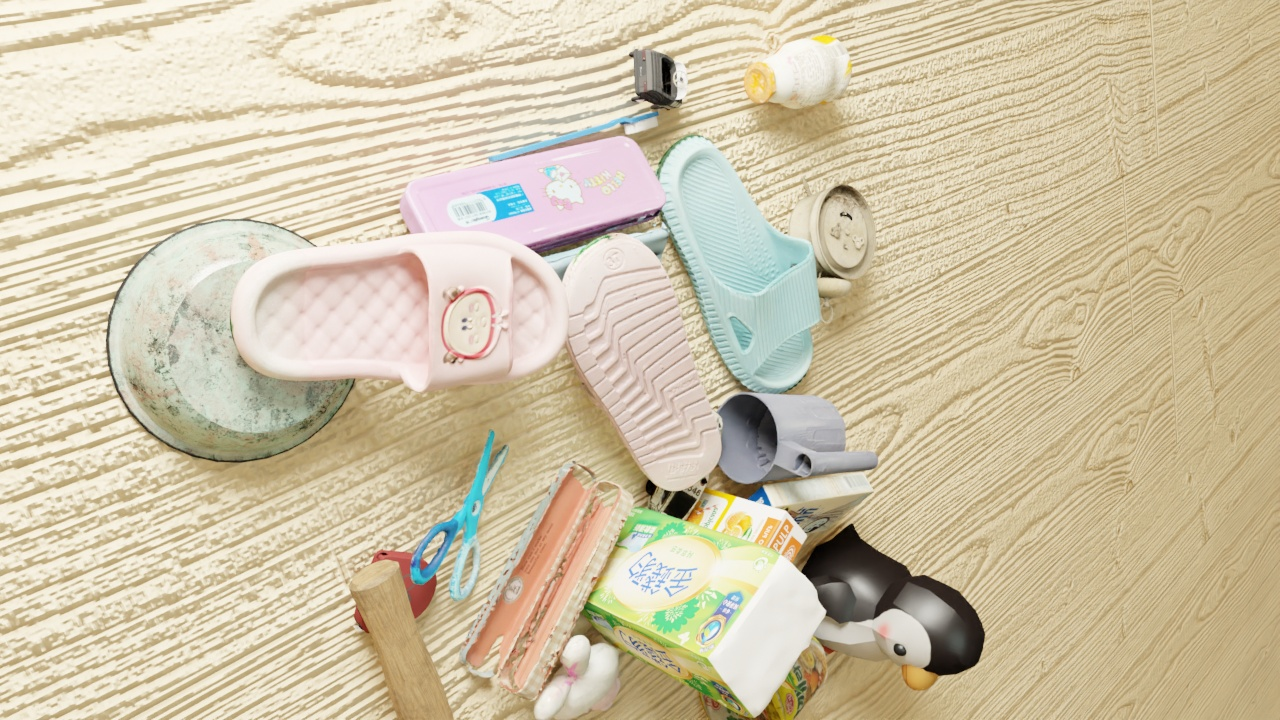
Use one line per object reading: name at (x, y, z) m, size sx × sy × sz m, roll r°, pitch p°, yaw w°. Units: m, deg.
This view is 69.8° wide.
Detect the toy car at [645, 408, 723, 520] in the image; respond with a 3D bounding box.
toy car at (0.045, 0.093, 0.829) m, size 0.048 × 0.041 × 0.112 m, roll 34°, pitch 74°, yaw -38°

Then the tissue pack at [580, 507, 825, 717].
tissue pack at (0.055, 0.218, 0.753) m, size 0.120 × 0.198 × 0.141 m, roll -44°, pitch 118°, yaw -19°

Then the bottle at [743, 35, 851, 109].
bottle at (0.145, -0.264, 0.850) m, size 0.108 × 0.063 × 0.063 m, roll -22°, pitch 109°, yaw -35°

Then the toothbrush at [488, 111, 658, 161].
toothbrush at (-0.049, -0.177, 0.734) m, size 0.166 × 0.016 × 0.014 m, roll -26°, pitch 111°, yaw -34°

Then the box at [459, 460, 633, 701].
box at (-0.071, 0.174, 0.736) m, size 0.076 × 0.055 × 0.186 m, roll 28°, pitch 74°, yaw -5°

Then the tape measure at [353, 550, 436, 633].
tape measure at (-0.178, 0.170, 0.671) m, size 0.051 × 0.019 × 0.059 m, roll 19°, pitch 91°, yaw -41°

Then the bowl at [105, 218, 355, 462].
bowl at (-0.245, -0.010, 0.580) m, size 0.157 × 0.039 × 0.157 m, roll -6°, pitch 99°, yaw -39°

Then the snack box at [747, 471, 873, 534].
snack box at (0.154, 0.147, 0.903) m, size 0.149 × 0.082 × 0.026 m, roll 0°, pitch 53°, yaw -39°

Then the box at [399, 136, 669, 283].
box at (-0.069, -0.089, 0.704) m, size 0.213 × 0.062 × 0.140 m, roll -22°, pitch 113°, yaw -35°

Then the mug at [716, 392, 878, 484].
mug at (0.146, 0.077, 0.857) m, size 0.103 × 0.124 × 0.084 m, roll 3°, pitch 102°, yaw -41°

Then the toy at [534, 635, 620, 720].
toy at (-0.049, 0.270, 0.771) m, size 0.076 × 0.037 × 0.125 m, roll -55°, pitch 150°, yaw -8°

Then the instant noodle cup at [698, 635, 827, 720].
instant noodle cup at (0.126, 0.312, 0.895) m, size 0.108 × 0.102 × 0.102 m, roll -15°, pitch 105°, yaw -46°

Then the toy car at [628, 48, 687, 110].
toy car at (0.017, -0.230, 0.749) m, size 0.092 × 0.037 × 0.040 m, roll -24°, pitch 113°, yaw -70°

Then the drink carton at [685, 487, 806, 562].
drink carton at (0.084, 0.156, 0.815) m, size 0.040 × 0.123 × 0.058 m, roll 49°, pitch 66°, yaw -32°

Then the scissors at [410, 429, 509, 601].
scissors at (-0.132, 0.112, 0.680) m, size 0.113 × 0.013 × 0.140 m, roll 21°, pitch 85°, yaw -68°

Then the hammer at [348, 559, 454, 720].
hammer at (-0.157, 0.286, 0.681) m, size 0.132 × 0.040 × 0.306 m, roll -28°, pitch 116°, yaw -35°

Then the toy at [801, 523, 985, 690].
toy at (0.259, 0.250, 0.931) m, size 0.159 × 0.184 × 0.140 m, roll 30°, pitch 76°, yaw -38°

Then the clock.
clock at (0.184, -0.106, 0.909) m, size 0.092 × 0.055 × 0.140 m, roll 10°, pitch 82°, yaw -40°

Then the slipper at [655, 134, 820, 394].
slipper at (0.100, -0.079, 0.837) m, size 0.115 × 0.070 × 0.276 m, roll -43°, pitch 119°, yaw -24°

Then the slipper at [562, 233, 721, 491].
slipper at (-0.004, 0.004, 0.749) m, size 0.094 × 0.064 × 0.239 m, roll -30°, pitch 122°, yaw -9°

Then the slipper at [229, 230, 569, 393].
slipper at (-0.144, -0.030, 0.589) m, size 0.221 × 0.056 × 0.107 m, roll -2°, pitch 106°, yaw -33°
